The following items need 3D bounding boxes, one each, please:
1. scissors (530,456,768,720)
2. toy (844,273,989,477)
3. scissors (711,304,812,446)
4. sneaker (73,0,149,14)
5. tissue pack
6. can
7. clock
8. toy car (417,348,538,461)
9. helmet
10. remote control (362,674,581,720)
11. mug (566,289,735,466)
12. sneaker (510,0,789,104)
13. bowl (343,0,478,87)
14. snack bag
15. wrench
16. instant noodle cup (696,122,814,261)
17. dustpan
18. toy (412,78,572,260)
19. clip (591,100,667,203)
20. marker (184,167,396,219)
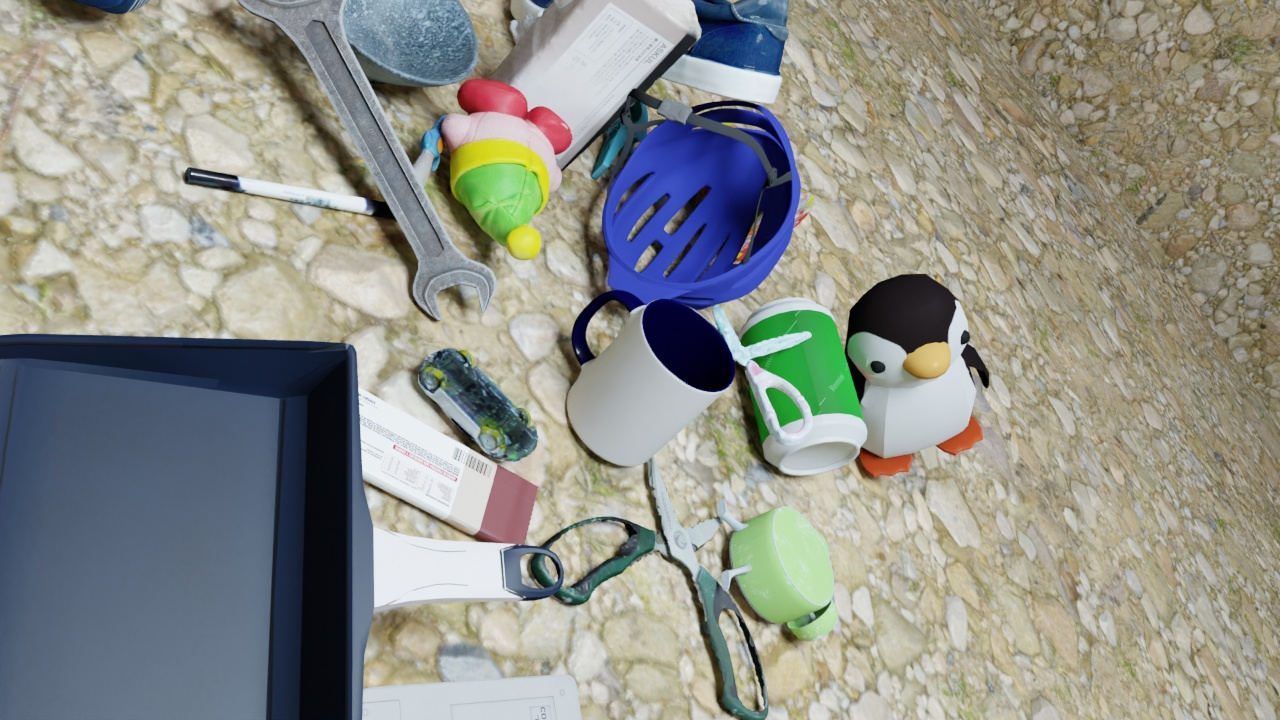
[{"bbox_3d":[0.013,0.156,0.623,0.205,0.015,0.201,3,59,-45],"label":"scissors"},{"bbox_3d":[0.238,-0.008,0.841,0.184,0.159,0.140,73,-2,-48],"label":"toy"},{"bbox_3d":[0.073,0.008,0.723,0.170,0.013,0.177,-13,45,-24],"label":"scissors"},{"bbox_3d":[-0.285,-0.301,0.595,0.132,0.103,0.268,30,41,-39],"label":"sneaker"},{"bbox_3d":[-0.051,-0.234,0.711,0.103,0.182,0.071,21,52,-34],"label":"tissue pack"},{"bbox_3d":[0.138,0.022,0.795,0.087,0.088,0.139,17,51,-38],"label":"can"},{"bbox_3d":[0.112,0.158,0.696,0.119,0.043,0.094,38,36,-32],"label":"clock"},{"bbox_3d":[-0.104,0.031,0.583,0.090,0.027,0.038,46,33,1],"label":"toy car"},{"bbox_3d":[0.054,-0.150,0.732,0.148,0.228,0.240,27,63,16],"label":"helmet"},{"bbox_3d":[-0.091,0.205,0.474,0.151,0.019,0.074,13,54,-41],"label":"remote control"},{"bbox_3d":[-0.004,0.004,0.648,0.112,0.097,0.078,53,38,11],"label":"mug"},{"bbox_3d":[0.007,-0.313,0.781,0.295,0.127,0.120,27,26,34],"label":"sneaker"},{"bbox_3d":[-0.192,-0.241,0.670,0.137,0.057,0.136,26,46,-31],"label":"bowl"},{"bbox_3d":[-0.130,0.063,0.544,0.158,0.013,0.056,33,43,-26],"label":"snack bag"},{"bbox_3d":[-0.176,-0.148,0.600,0.070,0.010,0.273,-29,97,-10],"label":"wrench"},{"bbox_3d":[0.096,-0.171,0.899,0.100,0.101,0.112,-16,67,-51],"label":"instant noodle cup"},{"bbox_3d":[-0.169,0.098,0.407,0.272,0.080,0.236,13,54,-36],"label":"dustpan"},{"bbox_3d":[-0.102,-0.137,0.666,0.124,0.097,0.131,28,71,-43],"label":"toy"},{"bbox_3d":[-0.007,-0.208,0.857,0.097,0.026,0.116,18,58,-41],"label":"clip"},{"bbox_3d":[-0.211,-0.105,0.587,0.152,0.011,0.011,4,60,-45],"label":"marker"}]
